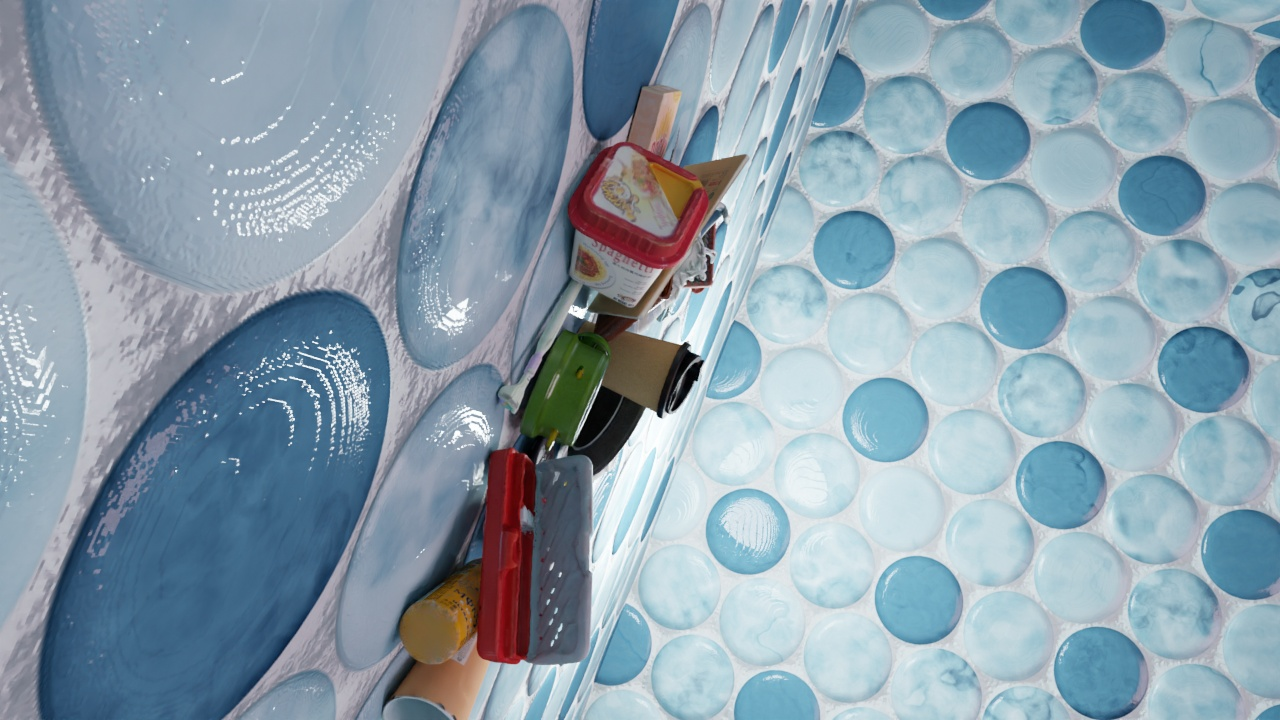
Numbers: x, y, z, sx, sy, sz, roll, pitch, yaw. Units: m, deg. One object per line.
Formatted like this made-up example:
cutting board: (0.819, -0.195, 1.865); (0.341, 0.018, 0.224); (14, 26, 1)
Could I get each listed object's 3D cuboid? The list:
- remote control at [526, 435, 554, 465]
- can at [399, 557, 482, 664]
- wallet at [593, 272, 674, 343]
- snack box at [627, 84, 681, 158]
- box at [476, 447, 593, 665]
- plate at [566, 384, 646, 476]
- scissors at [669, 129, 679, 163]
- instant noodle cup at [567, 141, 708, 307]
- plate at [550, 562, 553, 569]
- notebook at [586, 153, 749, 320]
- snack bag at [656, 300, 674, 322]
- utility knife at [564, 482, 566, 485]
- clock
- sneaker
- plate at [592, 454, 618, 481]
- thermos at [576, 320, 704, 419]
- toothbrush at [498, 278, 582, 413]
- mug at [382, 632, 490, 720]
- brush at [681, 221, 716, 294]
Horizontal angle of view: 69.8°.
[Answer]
remote control: (-0.116, 0.118, 1.043); (0.137, 0.024, 0.053); (97, 15, -60)
can: (-0.171, 0.233, 0.870); (0.146, 0.058, 0.058); (-21, 131, -78)
wallet: (-0.005, -0.079, 1.033); (0.101, 0.032, 0.124); (-33, -154, 32)
snack box: (0.003, -0.216, 0.992); (0.084, 0.026, 0.157); (-48, 158, -66)
box: (-0.091, 0.186, 0.880); (0.095, 0.101, 0.201); (61, 27, -65)
plate: (-0.046, 0.069, 1.153); (0.180, 0.024, 0.179); (-46, -158, 24)
scissors: (0.032, -0.209, 1.127); (0.180, 0.014, 0.159); (-23, 117, -66)
instant noodle cup: (-0.011, -0.124, 0.885); (0.116, 0.116, 0.124); (-64, -178, -32)
plate: (-0.127, 0.269, 1.225); (0.164, 0.034, 0.163); (-63, 172, 10)
notebook: (0.026, -0.134, 0.997); (0.207, 0.008, 0.148); (-57, -157, -8)
snack bag: (0.064, -0.157, 1.435); (0.110, 0.039, 0.190); (79, 31, -52)
utility knife: (-0.103, 0.175, 1.267); (0.222, 0.015, 0.033); (-46, 159, -68)
clock: (-0.074, 0.028, 0.954); (0.161, 0.056, 0.116); (-66, 180, -78)
sneaker: (0.053, -0.129, 1.273); (0.090, 0.091, 0.241); (85, 28, -67)
plate: (-0.046, 0.105, 1.341); (0.164, 0.034, 0.163); (97, 10, -49)
thermos: (-0.006, 0.006, 1.059); (0.093, 0.143, 0.093); (22, 89, -79)
toothbrush: (-0.090, -0.029, 0.895); (0.029, 0.020, 0.189); (57, 45, -37)
mug: (-0.189, 0.309, 0.901); (0.122, 0.078, 0.078); (-65, 171, -56)
brush: (0.082, -0.176, 1.365); (0.069, 0.063, 0.145); (39, 53, -65)
